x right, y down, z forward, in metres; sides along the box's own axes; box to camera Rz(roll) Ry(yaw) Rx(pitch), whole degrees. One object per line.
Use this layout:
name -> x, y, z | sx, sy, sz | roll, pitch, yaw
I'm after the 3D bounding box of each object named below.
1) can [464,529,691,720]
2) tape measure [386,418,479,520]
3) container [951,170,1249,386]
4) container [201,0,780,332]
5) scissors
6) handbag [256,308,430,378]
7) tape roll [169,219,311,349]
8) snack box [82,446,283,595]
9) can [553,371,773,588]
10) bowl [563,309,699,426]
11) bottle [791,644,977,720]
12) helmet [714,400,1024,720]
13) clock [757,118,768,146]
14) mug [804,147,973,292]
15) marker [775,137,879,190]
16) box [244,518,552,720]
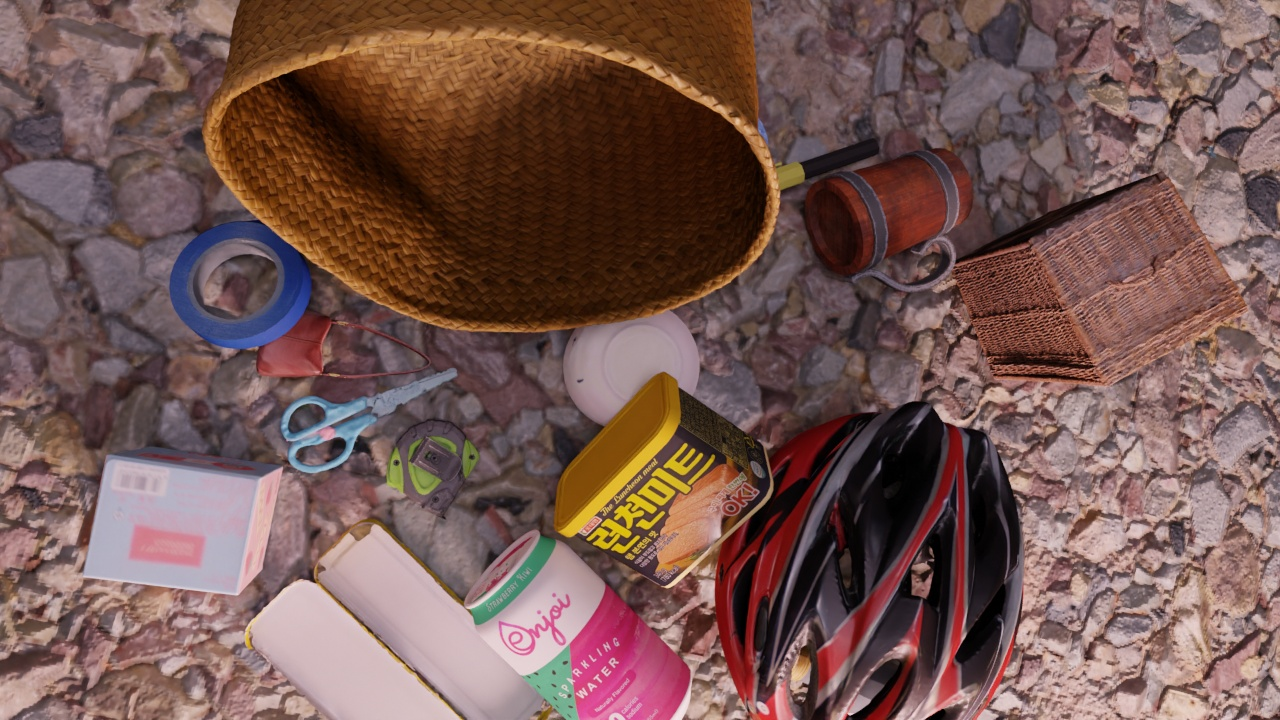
can -> -0.044, 0.207, 0.668 | 0.088, 0.088, 0.166 | -45, 98, -10
tape measure -> -0.153, 0.075, 0.674 | 0.058, 0.036, 0.065 | 30, 83, -10
container -> 0.335, -0.056, 0.707 | 0.114, 0.198, 0.112 | -27, 90, -1
container -> -0.075, -0.166, 0.555 | 0.306, 0.308, 0.196 | 6, 67, -13
scissors -> -0.199, 0.035, 0.681 | 0.136, 0.015, 0.056 | -25, 96, -18
handbag -> -0.214, -0.008, 0.671 | 0.119, 0.029, 0.055 | 10, 81, -18
tape roll -> -0.279, -0.053, 0.641 | 0.091, 0.016, 0.093 | -16, 70, -5
snack box -> -0.299, 0.104, 0.611 | 0.093, 0.095, 0.079 | 11, 86, -13
can -> 0.017, 0.090, 0.666 | 0.101, 0.072, 0.131 | 34, 115, -20
bowl -> -0.004, 0.004, 0.702 | 0.105, 0.054, 0.105 | 0, 89, -12
bottle -> 0.179, 0.259, 0.726 | 0.161, 0.072, 0.046 | 25, 66, -11
helmet -> 0.170, 0.158, 0.660 | 0.217, 0.167, 0.271 | 25, 65, -3
clock -> 0.044, -0.146, 0.706 | 0.089, 0.052, 0.125 | 27, 84, -13
mug -> 0.206, -0.107, 0.746 | 0.111, 0.081, 0.117 | -21, 111, -16
marker -> 0.141, -0.161, 0.757 | 0.123, 0.017, 0.021 | -21, 93, -14
box -> -0.173, 0.227, 0.675 | 0.127, 0.023, 0.209 | -44, 99, -7
